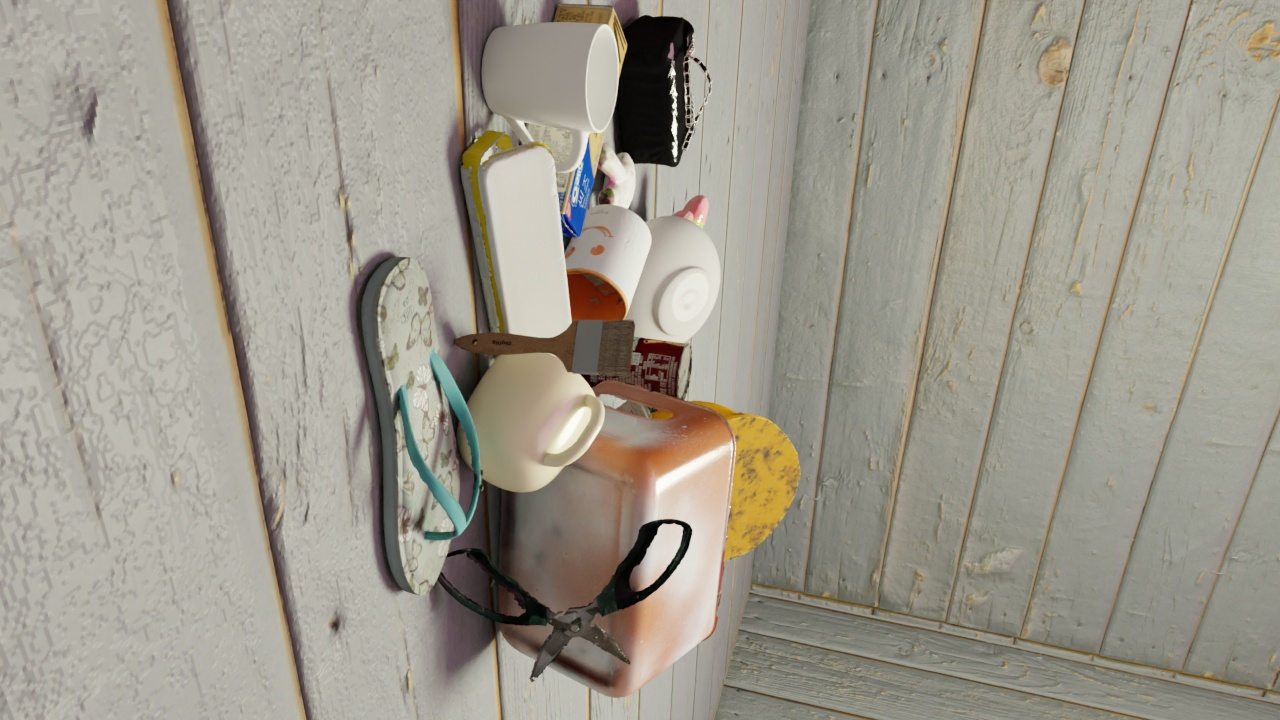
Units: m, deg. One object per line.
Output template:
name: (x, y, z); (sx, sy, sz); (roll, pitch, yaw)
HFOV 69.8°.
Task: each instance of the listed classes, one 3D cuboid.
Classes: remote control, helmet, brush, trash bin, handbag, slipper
remote control: (-0.038, 0.080, 0.987); (0.013, 0.137, 0.033); (-18, 76, -50)
helmet: (0.059, 0.128, 1.090); (0.255, 0.131, 0.205); (23, 102, -46)
brush: (-0.077, -0.011, 0.715); (0.008, 0.143, 0.045); (65, 27, -68)
trash bin: (-0.030, 0.168, 0.892); (0.157, 0.182, 0.260); (-17, 117, -53)
handbag: (0.038, -0.313, 1.052); (0.124, 0.115, 0.154); (-69, 157, -47)
slipper: (-0.147, 0.053, 0.666); (0.098, 0.055, 0.269); (-60, 154, -61)

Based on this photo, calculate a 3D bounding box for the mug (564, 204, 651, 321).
mug: (-0.039, -0.096, 0.939); (0.082, 0.082, 0.105); (83, 21, -48)

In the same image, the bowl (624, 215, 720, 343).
bowl: (0.036, -0.080, 1.102); (0.176, 0.066, 0.177); (-22, 128, -31)

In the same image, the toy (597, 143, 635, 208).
toy: (-0.025, -0.197, 1.027); (0.122, 0.038, 0.079); (-19, 110, -77)

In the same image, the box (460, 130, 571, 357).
box: (-0.104, -0.084, 0.762); (0.067, 0.070, 0.211); (-40, 143, -37)

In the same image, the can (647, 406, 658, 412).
can: (0.014, 0.068, 1.311); (0.054, 0.054, 0.137); (17, 82, -76)

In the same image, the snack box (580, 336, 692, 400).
snack box: (-0.006, 0.006, 1.052); (0.072, 0.121, 0.072); (8, 89, -76)

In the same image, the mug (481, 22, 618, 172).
mug: (-0.072, -0.208, 0.725); (0.080, 0.088, 0.114); (-33, 131, -71)

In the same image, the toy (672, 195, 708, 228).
toy: (0.034, -0.101, 1.219); (0.191, 0.097, 0.237); (-41, 147, -55)

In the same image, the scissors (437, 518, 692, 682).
scissors: (-0.065, 0.186, 0.773); (0.202, 0.203, 0.015); (-53, -160, 11)

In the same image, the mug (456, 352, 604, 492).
mug: (-0.090, 0.057, 0.755); (0.099, 0.120, 0.096); (-59, 142, -30)

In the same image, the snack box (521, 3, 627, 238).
snack box: (-0.064, -0.213, 0.821); (0.057, 0.056, 0.206); (56, 45, -71)
